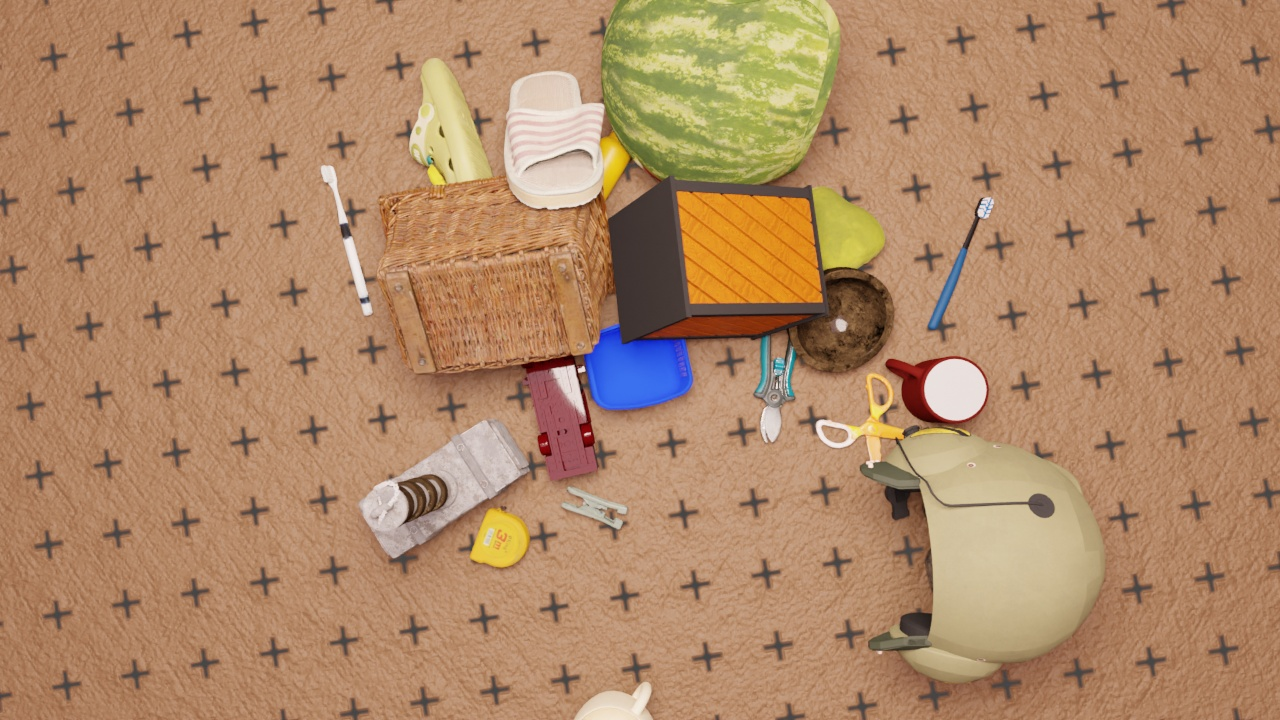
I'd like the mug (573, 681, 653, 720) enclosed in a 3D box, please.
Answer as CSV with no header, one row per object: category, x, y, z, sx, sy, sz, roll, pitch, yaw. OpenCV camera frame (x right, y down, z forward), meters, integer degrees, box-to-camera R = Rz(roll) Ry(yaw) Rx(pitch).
mug,-0.024,0.406,1.012,0.096,0.100,0.120,34,86,5

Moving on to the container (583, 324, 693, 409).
container,-0.006,0.006,1.044,0.114,0.058,0.096,-11,87,-11

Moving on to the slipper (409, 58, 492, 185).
slipper,-0.228,-0.252,1.056,0.081,0.091,0.190,-18,84,3

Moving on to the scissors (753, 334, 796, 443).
scissors,0.163,0.017,1.066,0.146,0.019,0.133,-36,86,-1

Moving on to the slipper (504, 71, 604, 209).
slipper,-0.095,-0.255,0.993,0.115,0.052,0.262,-10,44,-3

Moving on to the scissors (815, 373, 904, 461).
scissors,0.263,0.078,1.064,0.131,0.011,0.125,-7,86,3

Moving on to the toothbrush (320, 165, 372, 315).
toothbrush,-0.349,-0.143,1.088,0.012,0.017,0.186,-17,87,21

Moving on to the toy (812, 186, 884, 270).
toy,0.224,-0.154,1.056,0.090,0.051,0.110,-34,84,-3

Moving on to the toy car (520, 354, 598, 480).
toy car,-0.092,0.047,1.050,0.070,0.062,0.169,-13,87,1

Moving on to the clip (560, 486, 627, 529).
clip,-0.054,0.170,1.063,0.076,0.023,0.044,21,86,0

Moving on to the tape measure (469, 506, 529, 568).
tape measure,-0.158,0.206,1.060,0.059,0.030,0.068,20,90,2

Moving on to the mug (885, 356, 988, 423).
mug,0.326,0.026,1.029,0.106,0.082,0.073,29,88,3

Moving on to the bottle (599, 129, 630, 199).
bottle,-0.051,-0.211,1.070,0.043,0.043,0.143,31,88,3

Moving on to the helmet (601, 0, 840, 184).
helmet,0.076,-0.302,0.985,0.247,0.212,0.243,20,106,4

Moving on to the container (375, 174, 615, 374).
container,-0.153,-0.088,0.970,0.250,0.183,0.162,-8,123,1

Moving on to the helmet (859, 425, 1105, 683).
helmet,0.338,0.190,0.924,0.233,0.255,0.250,-3,88,4

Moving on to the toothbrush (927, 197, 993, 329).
toothbrush,0.372,-0.113,1.069,0.014,0.014,0.167,24,88,-31

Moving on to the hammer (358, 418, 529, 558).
hammer,-0.221,0.136,0.916,0.177,0.326,0.079,-33,87,-1

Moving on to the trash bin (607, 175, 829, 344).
trash bin,0.079,-0.101,0.975,0.171,0.140,0.139,-2,82,-28

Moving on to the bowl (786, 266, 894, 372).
bowl,0.220,-0.053,1.043,0.121,0.056,0.121,-3,113,-8
